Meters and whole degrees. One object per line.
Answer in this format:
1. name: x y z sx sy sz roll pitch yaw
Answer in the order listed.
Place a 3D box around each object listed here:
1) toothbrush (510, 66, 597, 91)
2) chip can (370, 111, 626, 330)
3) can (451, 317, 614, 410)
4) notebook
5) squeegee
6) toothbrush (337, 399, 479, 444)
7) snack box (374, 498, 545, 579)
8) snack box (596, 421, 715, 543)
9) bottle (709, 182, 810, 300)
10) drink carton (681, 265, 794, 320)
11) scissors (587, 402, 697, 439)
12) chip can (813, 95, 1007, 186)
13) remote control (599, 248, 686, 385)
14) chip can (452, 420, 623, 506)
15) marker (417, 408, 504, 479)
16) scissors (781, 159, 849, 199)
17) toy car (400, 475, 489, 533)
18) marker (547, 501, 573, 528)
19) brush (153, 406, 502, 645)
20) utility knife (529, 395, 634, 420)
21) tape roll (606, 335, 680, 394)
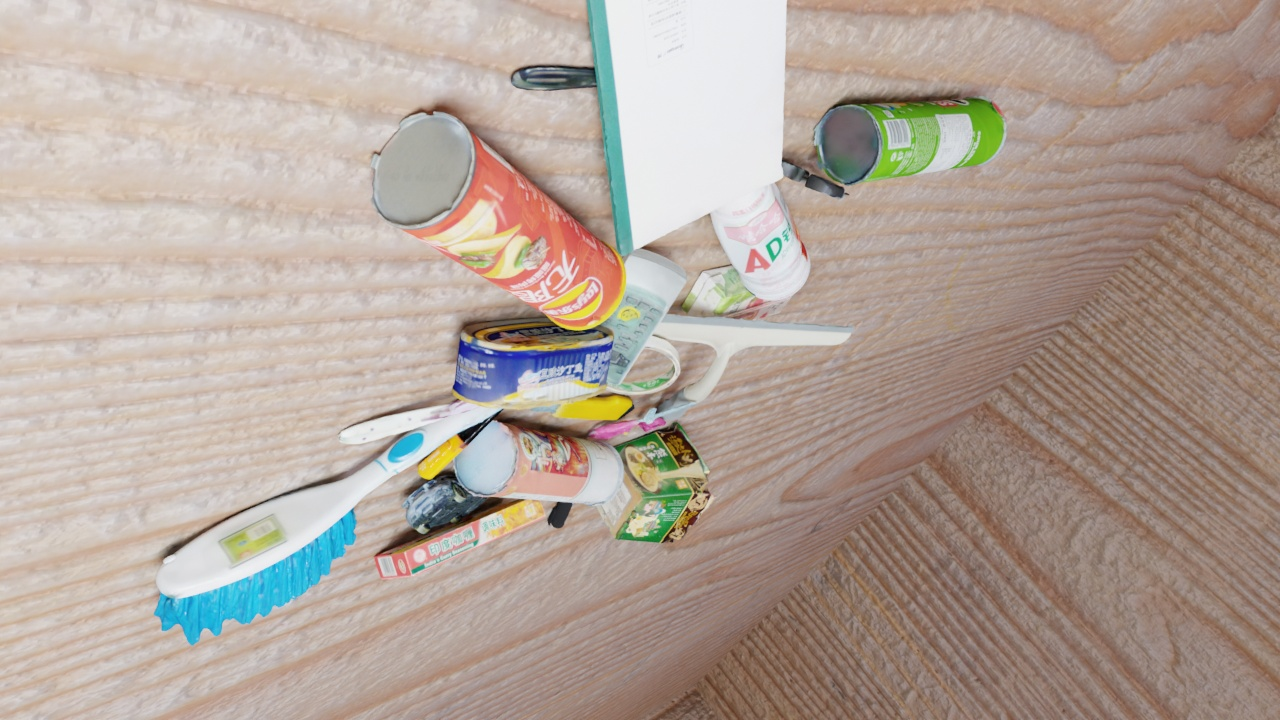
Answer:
1. toothbrush: -0.009 -0.180 0.591 0.180 0.018 0.016 -15 149 -42
2. chip can: -0.080 -0.080 0.592 0.073 0.073 0.216 -43 156 7
3. can: -0.080 0.000 0.717 0.147 0.075 0.049 -9 113 -51
4. notebook: 0.038 -0.179 0.611 0.150 0.012 0.209 -29 142 -19
5. squeegee: 0.057 0.026 0.959 0.246 0.039 0.247 3 156 -18
6. toothbrush: -0.152 0.036 0.744 0.187 0.017 0.016 -16 113 -28
7. snack box: -0.178 0.176 0.917 0.155 0.027 0.077 -19 179 -40
8. snack box: 0.005 0.152 1.102 0.105 0.117 0.118 0 133 -39
9. bottle: 0.097 -0.118 0.794 0.068 0.068 0.197 -41 151 3
10. drink carton: 0.104 -0.066 0.920 0.122 0.045 0.054 -16 148 -42
11. scissors: 0.009 0.064 0.985 0.134 0.017 0.124 -21 165 30
12. chip can: 0.259 -0.209 0.861 0.235 0.072 0.072 -17 148 -42
13. remote control: -0.014 -0.036 0.796 0.056 0.019 0.135 22 126 -16
14. chip can: -0.094 0.104 0.901 0.071 0.071 0.214 -45 156 11
15. marker: -0.149 0.059 0.805 0.124 0.018 0.015 -43 148 5
16. scissors: 0.173 -0.156 0.836 0.173 0.141 0.014 15 108 -34
17. toy car: -0.180 0.131 0.867 0.054 0.037 0.120 -41 167 7
18. marker: -0.086 0.157 1.073 0.022 0.020 0.132 4 141 -17
19. brush: -0.233 0.112 0.740 0.313 0.060 0.110 -27 150 -34
20. utility knife: -0.056 0.044 0.914 0.033 0.015 0.197 -46 159 15
21. tape roll: -0.005 0.005 0.868 0.086 0.013 0.086 -1 145 -1
